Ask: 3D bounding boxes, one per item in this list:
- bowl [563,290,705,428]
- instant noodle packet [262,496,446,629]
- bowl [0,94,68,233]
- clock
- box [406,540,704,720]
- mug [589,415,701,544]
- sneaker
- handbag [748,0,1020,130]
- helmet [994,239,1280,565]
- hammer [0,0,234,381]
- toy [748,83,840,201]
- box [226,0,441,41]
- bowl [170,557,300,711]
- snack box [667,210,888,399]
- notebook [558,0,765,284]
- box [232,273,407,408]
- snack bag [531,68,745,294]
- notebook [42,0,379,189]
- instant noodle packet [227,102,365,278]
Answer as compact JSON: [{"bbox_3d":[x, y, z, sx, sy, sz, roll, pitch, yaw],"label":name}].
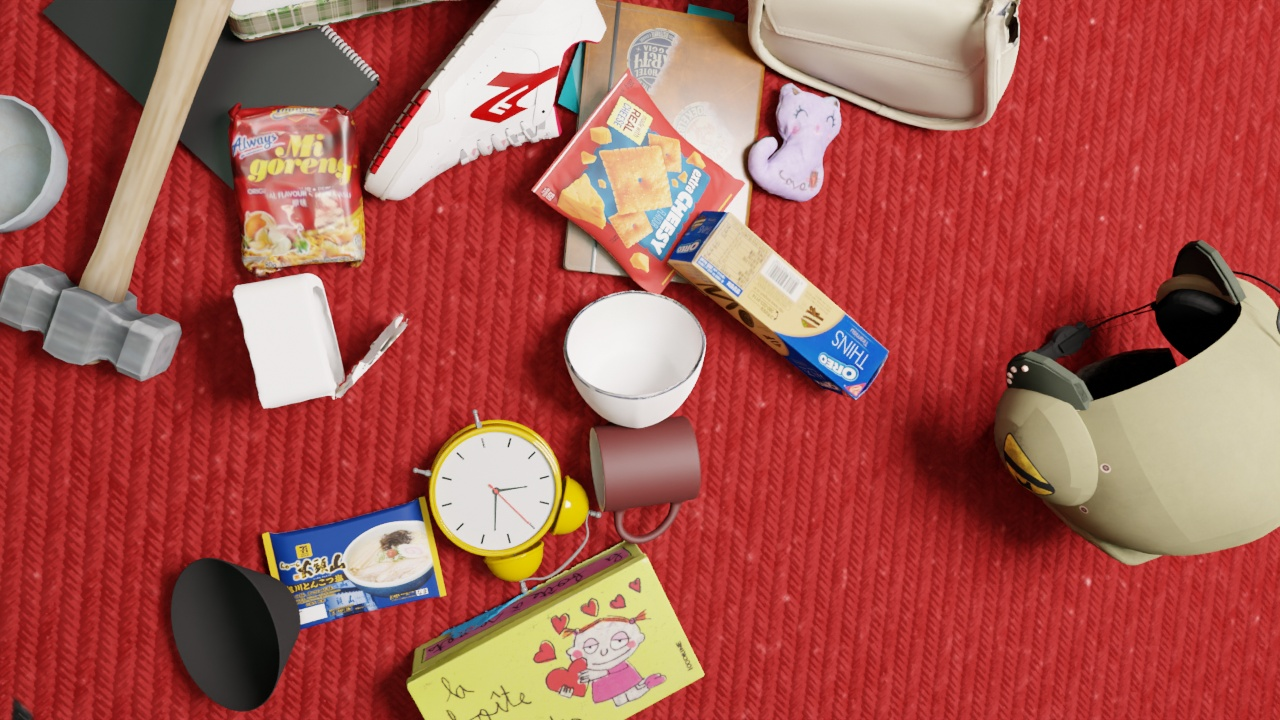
[{"bbox_3d":[-0.005,0.004,0.769,0.116,0.066,0.116,0,51,0],"label":"bowl"},{"bbox_3d":[-0.240,0.173,0.772,0.134,0.026,0.087,-12,92,-11],"label":"instant noodle packet"},{"bbox_3d":[-0.479,-0.142,0.691,0.106,0.039,0.106,0,82,3],"label":"bowl"},{"bbox_3d":[-0.113,0.119,0.782,0.113,0.052,0.152,-45,97,-6],"label":"clock"},{"bbox_3d":[-0.074,0.259,0.783,0.220,0.082,0.124,-24,98,-10],"label":"box"},{"bbox_3d":[0.005,0.105,0.791,0.082,0.073,0.105,-6,93,-11],"label":"mug"},{"bbox_3d":[-0.117,-0.205,0.743,0.104,0.090,0.236,39,92,-23],"label":"sneaker"},{"bbox_3d":[0.206,-0.298,0.763,0.229,0.184,0.132,14,88,5],"label":"handbag"},{"bbox_3d":[0.419,0.050,0.767,0.250,0.256,0.233,-32,95,-7],"label":"helmet"},{"bbox_3d":[-0.366,-0.146,0.681,0.117,0.051,0.323,25,101,-7],"label":"hammer"},{"bbox_3d":[0.137,-0.195,0.818,0.080,0.036,0.099,12,92,-21],"label":"toy"},{"bbox_3d":[-0.235,-0.331,0.721,0.205,0.050,0.117,-21,91,-16],"label":"box"},{"bbox_3d":[-0.312,0.210,0.736,0.124,0.052,0.124,4,100,27],"label":"bowl"},{"bbox_3d":[0.122,-0.045,0.799,0.206,0.056,0.057,37,85,-21],"label":"snack box"},{"bbox_3d":[0.016,-0.196,0.806,0.178,0.014,0.249,5,92,-12],"label":"notebook"},{"bbox_3d":[-0.234,-0.022,0.721,0.130,0.110,0.103,-14,96,-9],"label":"box"},{"bbox_3d":[0.000,-0.146,0.775,0.144,0.039,0.130,40,85,-24],"label":"snack bag"},{"bbox_3d":[-0.337,-0.250,0.733,0.206,0.016,0.149,45,86,-10],"label":"notebook"},{"bbox_3d":[-0.273,-0.136,0.731,0.098,0.039,0.135,-4,105,-12],"label":"instant noodle packet"}]
